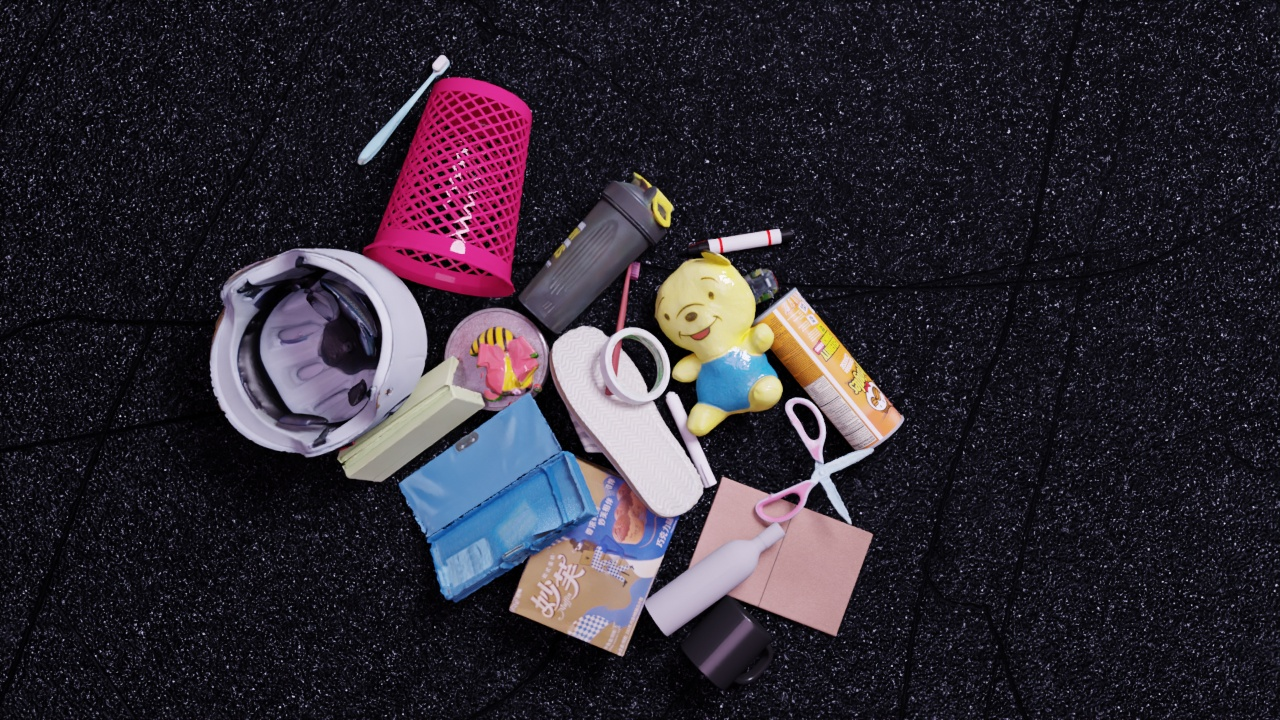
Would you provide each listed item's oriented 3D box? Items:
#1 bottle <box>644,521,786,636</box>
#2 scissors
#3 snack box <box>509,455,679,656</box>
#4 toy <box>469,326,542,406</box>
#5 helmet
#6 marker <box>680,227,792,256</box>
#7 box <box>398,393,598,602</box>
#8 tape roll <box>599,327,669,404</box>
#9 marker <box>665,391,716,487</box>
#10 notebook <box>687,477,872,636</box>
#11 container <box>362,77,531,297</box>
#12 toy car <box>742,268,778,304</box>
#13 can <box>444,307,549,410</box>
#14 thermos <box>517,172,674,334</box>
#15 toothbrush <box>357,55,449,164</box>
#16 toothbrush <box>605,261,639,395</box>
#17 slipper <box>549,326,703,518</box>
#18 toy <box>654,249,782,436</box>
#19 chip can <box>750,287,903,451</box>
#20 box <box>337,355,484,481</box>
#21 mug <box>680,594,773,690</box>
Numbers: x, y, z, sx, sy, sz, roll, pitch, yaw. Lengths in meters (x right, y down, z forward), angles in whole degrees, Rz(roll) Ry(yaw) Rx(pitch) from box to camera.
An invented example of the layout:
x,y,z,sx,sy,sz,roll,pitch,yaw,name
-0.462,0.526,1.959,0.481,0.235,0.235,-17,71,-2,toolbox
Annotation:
x,y,z,sx,sy,sz,roll,pitch,yaw,name
0.099,0.269,1.159,0.195,0.052,0.052,-36,89,-1,bottle
0.210,0.136,1.159,0.171,0.013,0.172,-29,80,21,scissors
-0.055,0.243,1.158,0.155,0.069,0.202,22,88,0,snack box
-0.166,0.005,1.133,0.084,0.046,0.103,-35,84,11,toy
-0.376,-0.013,1.112,0.264,0.163,0.236,-33,86,20,helmet
0.125,-0.153,1.200,0.145,0.019,0.019,-9,88,-2,marker
-0.179,0.172,1.140,0.232,0.047,0.176,-33,72,17,box
-0.007,0.007,1.136,0.093,0.018,0.093,11,69,-29,tape roll
0.065,0.102,1.190,0.017,0.020,0.133,-24,89,-6,marker
0.180,0.255,1.193,0.209,0.008,0.141,21,88,0,notebook
-0.220,-0.214,1.128,0.183,0.183,0.225,12,80,-1,container
0.133,-0.087,1.189,0.091,0.036,0.042,-26,90,9,toy car
-0.182,-0.001,1.176,0.130,0.044,0.130,0,88,-1,can
-0.055,-0.135,1.162,0.098,0.098,0.221,44,92,0,thermos
-0.311,-0.327,1.199,0.016,0.016,0.180,39,89,0,toothbrush
-0.022,-0.044,1.164,0.016,0.016,0.189,13,66,-9,toothbrush
-0.021,0.078,1.148,0.114,0.054,0.272,-25,72,-30,slipper
0.095,-0.027,1.152,0.149,0.083,0.214,-22,91,31,toy
0.237,0.013,1.169,0.075,0.075,0.215,-40,89,-2,chip can
-0.289,0.080,1.135,0.188,0.077,0.090,-33,87,15,box
0.119,0.364,1.161,0.088,0.078,0.113,-46,117,-2,mug
